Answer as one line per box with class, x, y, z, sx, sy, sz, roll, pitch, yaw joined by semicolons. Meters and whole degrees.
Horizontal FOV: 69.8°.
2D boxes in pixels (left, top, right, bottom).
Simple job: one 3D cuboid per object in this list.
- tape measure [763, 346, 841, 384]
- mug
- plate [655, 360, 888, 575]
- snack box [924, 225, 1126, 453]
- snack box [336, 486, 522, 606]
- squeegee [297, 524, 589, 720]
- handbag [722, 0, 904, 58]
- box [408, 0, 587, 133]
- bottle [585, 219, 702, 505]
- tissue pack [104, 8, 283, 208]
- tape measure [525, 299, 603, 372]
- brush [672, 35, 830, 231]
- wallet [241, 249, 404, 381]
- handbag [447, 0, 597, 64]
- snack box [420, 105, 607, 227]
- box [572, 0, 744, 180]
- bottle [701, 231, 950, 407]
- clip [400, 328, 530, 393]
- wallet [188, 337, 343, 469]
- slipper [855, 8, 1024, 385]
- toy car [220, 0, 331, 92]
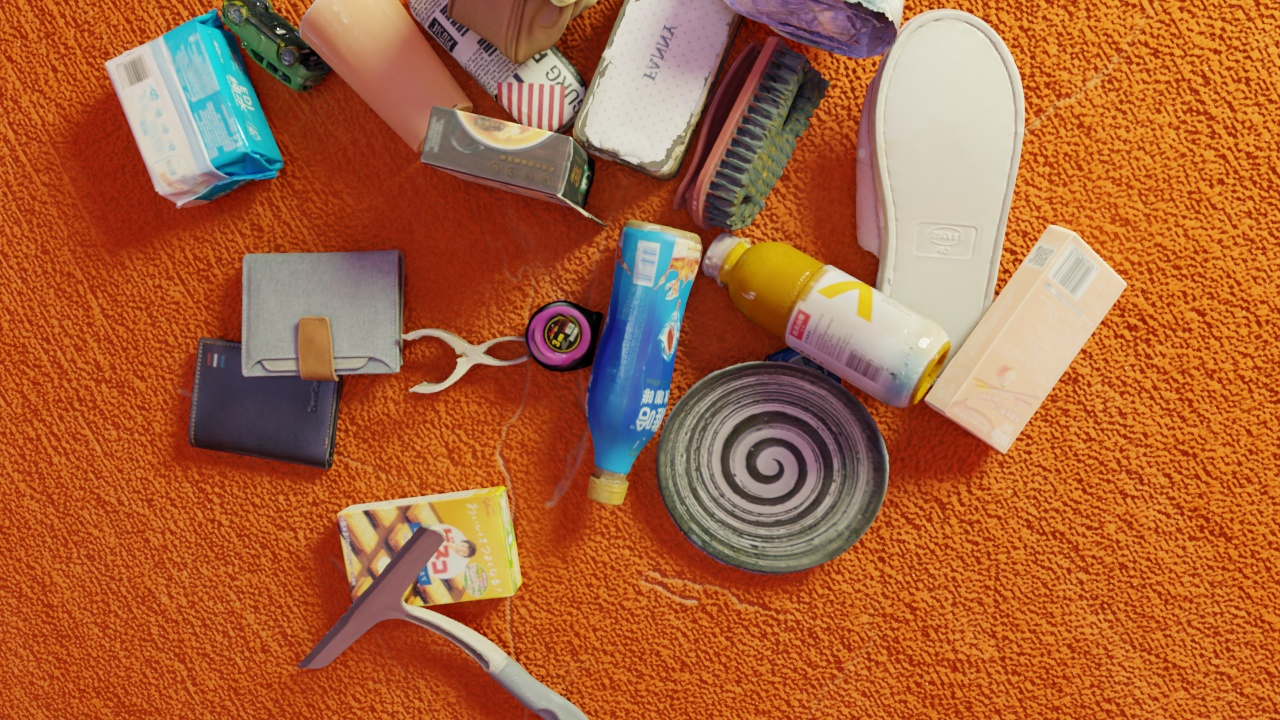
tape measure;0.130;0.013;0.719;0.054;0.025;0.058;-24;102;6
mug;-0.191;-0.226;0.708;0.078;0.078;0.123;-39;96;7
plate;0.100;0.084;0.718;0.179;0.024;0.179;3;106;9
snack box;0.286;-0.013;0.681;0.084;0.026;0.157;29;99;-32
snack box;-0.174;0.156;0.759;0.140;0.033;0.087;-8;95;5
squeegee;-0.124;0.250;0.751;0.246;0.039;0.247;36;125;-10
handbag;0.133;-0.323;0.641;0.134;0.076;0.193;16;81;-8
box;-0.110;-0.243;0.716;0.070;0.057;0.164;-43;91;-16
bottle;-0.004;0.004;0.712;0.065;0.065;0.219;12;97;4
tissue pack;-0.350;-0.197;0.728;0.090;0.063;0.140;-21;91;9
tape measure;-0.062;-0.020;0.729;0.058;0.039;0.057;10;96;0
brush;0.077;-0.167;0.695;0.069;0.063;0.146;33;100;33
wallet;-0.258;-0.036;0.742;0.130;0.037;0.106;-1;85;4
handbag;-0.046;-0.308;0.635;0.100;0.148;0.204;32;79;-5
snack box;-0.085;-0.142;0.683;0.126;0.113;0.053;14;96;3
box;0.020;-0.233;0.693;0.090;0.059;0.184;26;95;1
bottle;0.131;-0.037;0.678;0.189;0.068;0.068;33;97;22
clip;-0.145;0.008;0.743;0.103;0.035;0.092;16;92;-4
wallet;-0.313;0.035;0.769;0.122;0.020;0.096;8;96;3
slipper;0.219;-0.115;0.683;0.114;0.054;0.274;-1;107;9
toy car;-0.290;-0.252;0.727;0.091;0.043;0.036;43;120;-7
